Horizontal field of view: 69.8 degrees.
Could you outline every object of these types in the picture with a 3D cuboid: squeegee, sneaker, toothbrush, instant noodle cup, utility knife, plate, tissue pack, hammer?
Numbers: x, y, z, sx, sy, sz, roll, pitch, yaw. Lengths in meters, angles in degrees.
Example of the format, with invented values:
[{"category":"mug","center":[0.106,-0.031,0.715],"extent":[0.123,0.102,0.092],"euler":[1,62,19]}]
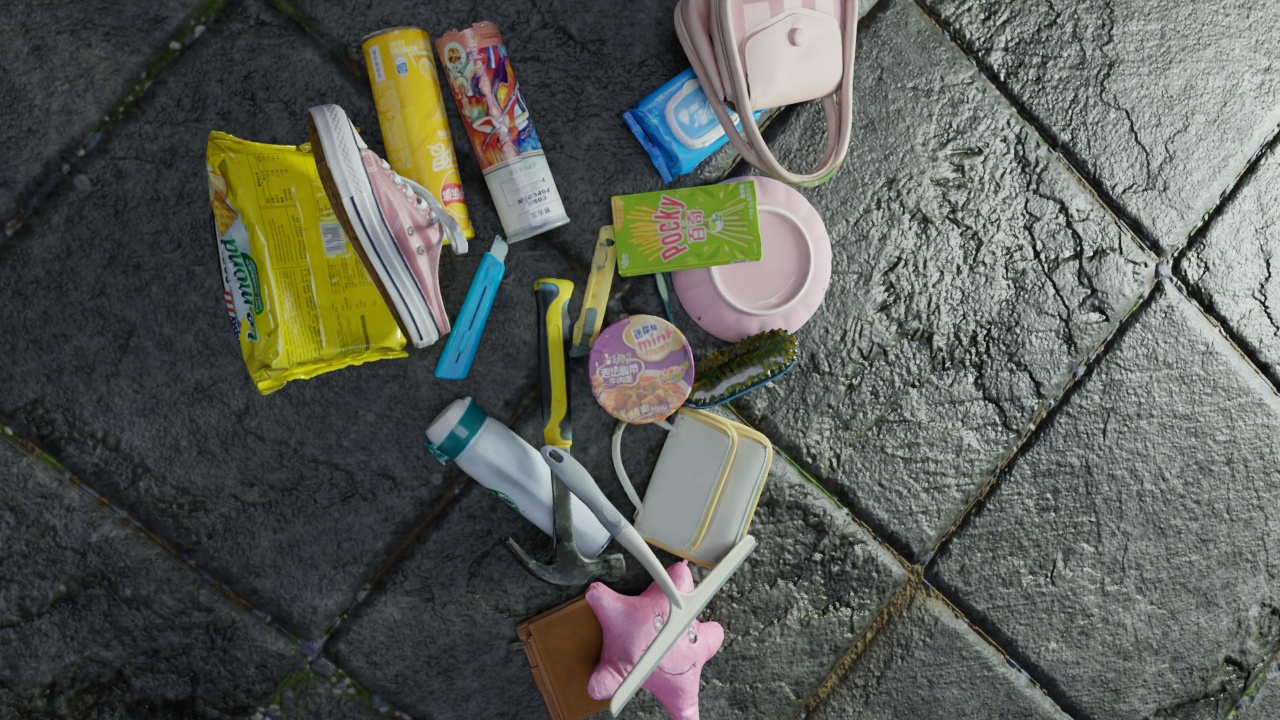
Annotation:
[{"category":"squeegee","center":[-0.015,0.179,0.927],"extent":[0.245,0.039,0.246],"euler":[-43,98,-30]},{"category":"sneaker","center":[-0.228,-0.131,0.861],"extent":[0.087,0.118,0.241],"euler":[-30,114,-19]},{"category":"toothbrush","center":[0.020,-0.092,1.025],"extent":[0.016,0.018,0.191],"euler":[-15,95,-10]},{"category":"instant noodle cup","center":[-0.006,0.006,0.980],"extent":[0.111,0.099,0.111],"euler":[-1,94,-8]},{"category":"utility knife","center":[-0.050,-0.076,1.013],"extent":[0.031,0.018,0.151],"euler":[12,88,-18]},{"category":"plate","center":[0.130,-0.112,1.032],"extent":[0.192,0.039,0.192],"euler":[-1,95,-11]},{"category":"tissue pack","center":[0.066,-0.273,0.999],"extent":[0.157,0.052,0.095],"euler":[-37,101,-7]},{"category":"hammer","center":[-0.088,0.071,0.960],"extent":[0.126,0.032,0.323],"euler":[1,77,-25]},{"category":"utility knife","center":[-0.177,-0.055,0.985],"extent":[0.034,0.018,0.166],"euler":[21,89,-12]}]

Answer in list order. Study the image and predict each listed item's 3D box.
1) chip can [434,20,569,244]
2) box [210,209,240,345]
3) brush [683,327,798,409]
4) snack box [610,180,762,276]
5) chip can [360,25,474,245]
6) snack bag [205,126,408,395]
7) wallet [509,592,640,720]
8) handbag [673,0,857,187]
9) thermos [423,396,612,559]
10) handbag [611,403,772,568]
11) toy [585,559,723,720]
[{"category":"chip can","center":[-0.143,-0.234,0.950],"extent":[0.071,0.071,0.215],"euler":[-21,98,-9]},{"category":"box","center":[-0.388,-0.088,0.930],"extent":[0.074,0.064,0.164],"euler":[-6,96,14]},{"category":"brush","center":[0.107,0.012,1.020],"extent":[0.144,0.073,0.055],"euler":[-25,78,-6]},{"category":"snack box","center":[0.049,-0.142,0.989],"extent":[0.156,0.026,0.085],"euler":[-5,86,5]},{"category":"chip can","center":[-0.227,-0.222,0.933],"extent":[0.072,0.072,0.213],"euler":[-13,97,-10]},{"category":"snack bag","center":[-0.318,-0.102,0.896],"extent":[0.157,0.068,0.246],"euler":[-14,96,-40]},{"category":"wallet","center":[-0.075,0.337,1.029],"extent":[0.119,0.035,0.130],"euler":[-21,99,-11]},{"category":"handbag","center":[0.152,-0.298,0.968],"extent":[0.192,0.093,0.234],"euler":[-21,101,-31]},{"category":"thermos","center":[-0.129,0.127,0.985],"extent":[0.224,0.073,0.073],"euler":[39,86,-12]},{"category":"handbag","center":[0.045,0.132,1.027],"extent":[0.178,0.063,0.163],"euler":[21,88,-9]},{"category":"toy","center":[0.015,0.301,1.017],"extent":[0.194,0.075,0.178],"euler":[32,62,-25]}]
